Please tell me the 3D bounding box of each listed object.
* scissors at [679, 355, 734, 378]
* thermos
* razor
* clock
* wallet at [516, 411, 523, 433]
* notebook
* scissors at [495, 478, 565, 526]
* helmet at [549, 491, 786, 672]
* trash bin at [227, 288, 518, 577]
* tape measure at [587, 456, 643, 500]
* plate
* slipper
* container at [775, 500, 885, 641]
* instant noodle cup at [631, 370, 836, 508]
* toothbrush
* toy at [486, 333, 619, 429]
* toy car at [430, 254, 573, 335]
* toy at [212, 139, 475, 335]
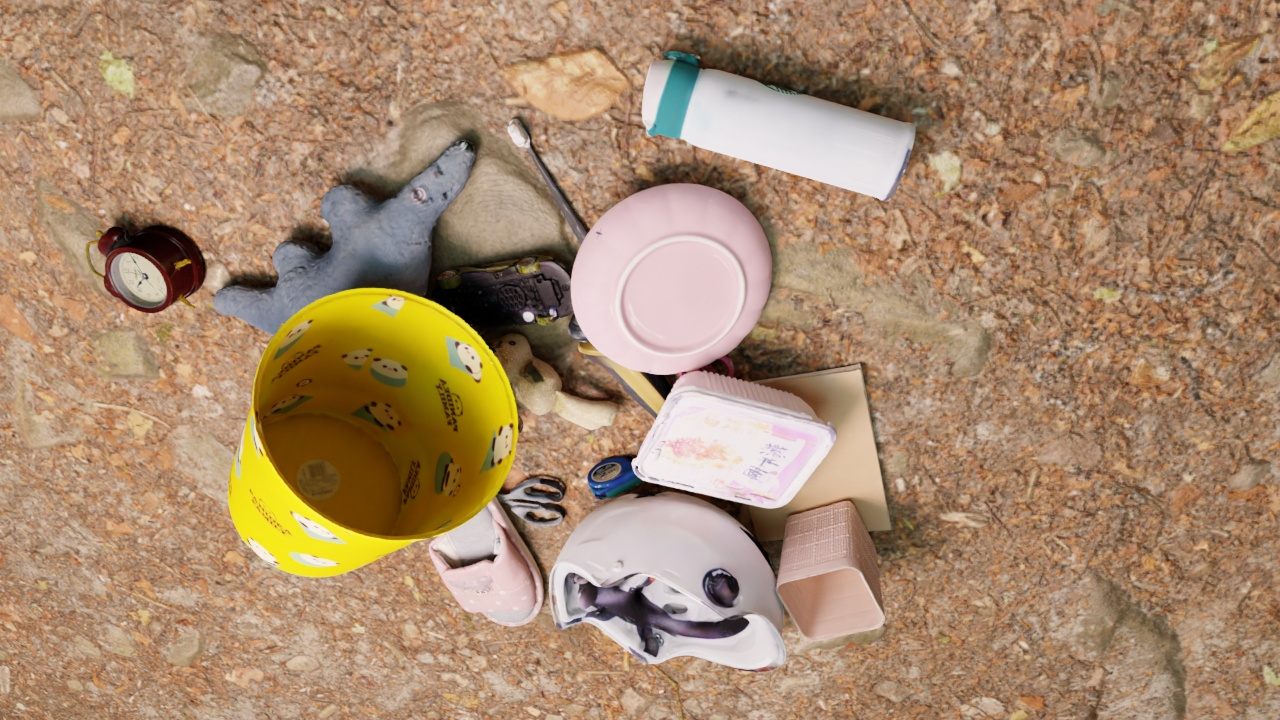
[{"bbox_3d":[0.038,-0.024,0.919,0.064,0.017,0.135,-27,108,35],"label":"scissors"},{"bbox_3d":[0.111,-0.199,0.769,0.224,0.073,0.073,16,123,1],"label":"thermos"},{"bbox_3d":[-0.005,0.005,0.923,0.068,0.062,0.167,-21,121,35],"label":"razor"},{"bbox_3d":[-0.518,-0.096,0.956,0.122,0.055,0.082,14,123,4],"label":"clock"},{"bbox_3d":[-0.191,0.060,0.975,0.116,0.033,0.090,-22,122,40],"label":"wallet"},{"bbox_3d":[0.175,0.105,0.973,0.150,0.012,0.212,-9,119,17],"label":"notebook"},{"bbox_3d":[-0.170,0.151,1.060,0.173,0.014,0.143,35,123,-16],"label":"scissors"},{"bbox_3d":[0.038,0.227,0.986,0.258,0.145,0.230,18,147,-5],"label":"helmet"},{"bbox_3d":[-0.273,0.090,0.877,0.229,0.228,0.256,38,141,-13],"label":"trash bin"},{"bbox_3d":[-0.029,0.129,1.001,0.058,0.054,0.025,-26,114,-12],"label":"tape measure"},{"bbox_3d":[0.033,-0.065,0.843,0.192,0.039,0.193,-5,120,-9],"label":"plate"},{"bbox_3d":[-0.190,0.233,1.085,0.114,0.054,0.275,-4,127,15],"label":"slipper"},{"bbox_3d":[0.200,0.217,0.965,0.090,0.110,0.090,-20,115,23],"label":"container"},{"bbox_3d":[0.090,0.072,0.908,0.173,0.060,0.138,13,132,-15],"label":"instant noodle cup"},{"bbox_3d":[-0.073,-0.146,0.865,0.016,0.018,0.181,-24,115,19],"label":"toothbrush"},{"bbox_3d":[-0.095,0.026,0.953,0.157,0.066,0.105,31,164,-13],"label":"toy"},{"bbox_3d":[-0.135,-0.065,0.909,0.158,0.042,0.070,-6,120,19],"label":"toy car"},{"bbox_3d":[-0.284,-0.089,0.905,0.357,0.091,0.138,-28,86,24],"label":"toy"}]
